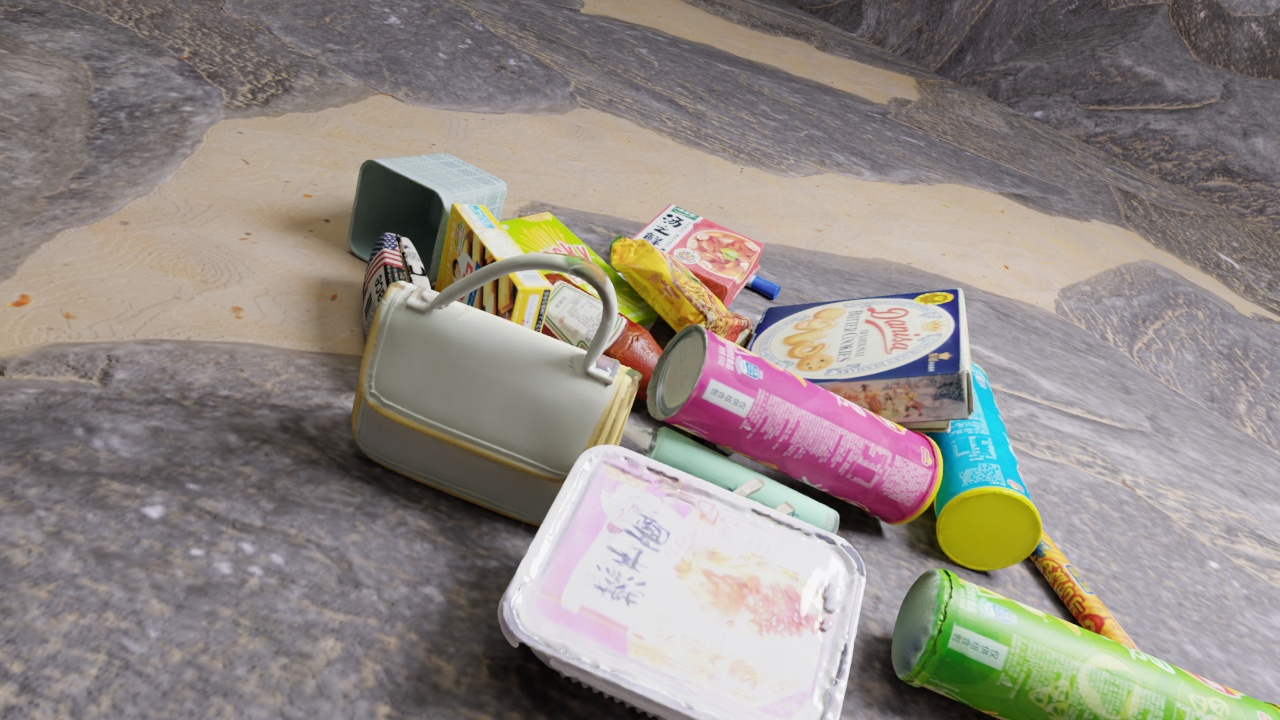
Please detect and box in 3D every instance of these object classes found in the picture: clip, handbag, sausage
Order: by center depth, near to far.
[{"bbox_3d":[-0.085,0.008,0.548,0.163,0.179,0.063,21,35,2],"label":"handbag"},{"bbox_3d":[0.054,0.125,0.587,0.102,0.094,0.035,-44,61,-15],"label":"clip"},{"bbox_3d":[0.314,0.172,0.653,0.021,0.021,0.165,8,31,-18],"label":"sausage"}]

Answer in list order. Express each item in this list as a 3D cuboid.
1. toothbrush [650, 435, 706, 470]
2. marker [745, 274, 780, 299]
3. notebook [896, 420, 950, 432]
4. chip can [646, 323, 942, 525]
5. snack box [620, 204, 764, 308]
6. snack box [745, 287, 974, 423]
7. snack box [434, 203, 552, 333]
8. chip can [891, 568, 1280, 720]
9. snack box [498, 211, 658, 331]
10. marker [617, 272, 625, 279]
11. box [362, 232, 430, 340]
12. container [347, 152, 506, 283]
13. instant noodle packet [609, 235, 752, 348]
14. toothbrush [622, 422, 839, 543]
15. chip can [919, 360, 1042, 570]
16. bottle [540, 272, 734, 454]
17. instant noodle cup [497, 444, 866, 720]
[{"bbox_3d":[0.020,0.072,0.632,0.014,0.017,0.188,42,51,17],"label":"toothbrush"},{"bbox_3d":[0.084,-0.105,0.998,0.146,0.017,0.016,28,31,17],"label":"marker"},{"bbox_3d":[0.196,0.011,0.805,0.150,0.012,0.210,-3,23,22],"label":"notebook"},{"bbox_3d":[0.110,0.047,0.642,0.210,0.072,0.071,25,26,-22],"label":"chip can"},{"bbox_3d":[0.059,-0.110,0.945,0.113,0.044,0.126,25,40,13],"label":"snack box"},{"bbox_3d":[0.180,-0.003,0.770,0.183,0.046,0.177,-6,22,20],"label":"snack box"},{"bbox_3d":[-0.120,-0.056,0.728,0.033,0.087,0.140,-2,35,-33],"label":"snack box"},{"bbox_3d":[0.259,0.193,0.535,0.221,0.073,0.072,22,30,6],"label":"chip can"},{"bbox_3d":[-0.065,-0.074,0.826,0.156,0.026,0.085,43,36,19],"label":"snack box"},{"bbox_3d":[-0.063,-0.081,0.875,0.145,0.017,0.017,5,32,-22],"label":"marker"},{"bbox_3d":[-0.178,-0.038,0.692,0.059,0.072,0.164,28,22,-38],"label":"box"},{"bbox_3d":[-0.185,-0.132,0.821,0.090,0.090,0.111,28,28,15],"label":"container"},{"bbox_3d":[0.038,-0.059,0.828,0.128,0.044,0.110,45,13,27],"label":"instant noodle packet"},{"bbox_3d":[0.037,0.069,0.615,0.224,0.027,0.026,27,26,-14],"label":"toothbrush"},{"bbox_3d":[0.264,0.075,0.740,0.071,0.071,0.209,19,28,1],"label":"chip can"},{"bbox_3d":[-0.004,0.004,0.724,0.206,0.060,0.059,33,32,13],"label":"bottle"},{"bbox_3d":[0.023,0.135,0.492,0.173,0.060,0.137,21,45,7],"label":"instant noodle cup"}]
